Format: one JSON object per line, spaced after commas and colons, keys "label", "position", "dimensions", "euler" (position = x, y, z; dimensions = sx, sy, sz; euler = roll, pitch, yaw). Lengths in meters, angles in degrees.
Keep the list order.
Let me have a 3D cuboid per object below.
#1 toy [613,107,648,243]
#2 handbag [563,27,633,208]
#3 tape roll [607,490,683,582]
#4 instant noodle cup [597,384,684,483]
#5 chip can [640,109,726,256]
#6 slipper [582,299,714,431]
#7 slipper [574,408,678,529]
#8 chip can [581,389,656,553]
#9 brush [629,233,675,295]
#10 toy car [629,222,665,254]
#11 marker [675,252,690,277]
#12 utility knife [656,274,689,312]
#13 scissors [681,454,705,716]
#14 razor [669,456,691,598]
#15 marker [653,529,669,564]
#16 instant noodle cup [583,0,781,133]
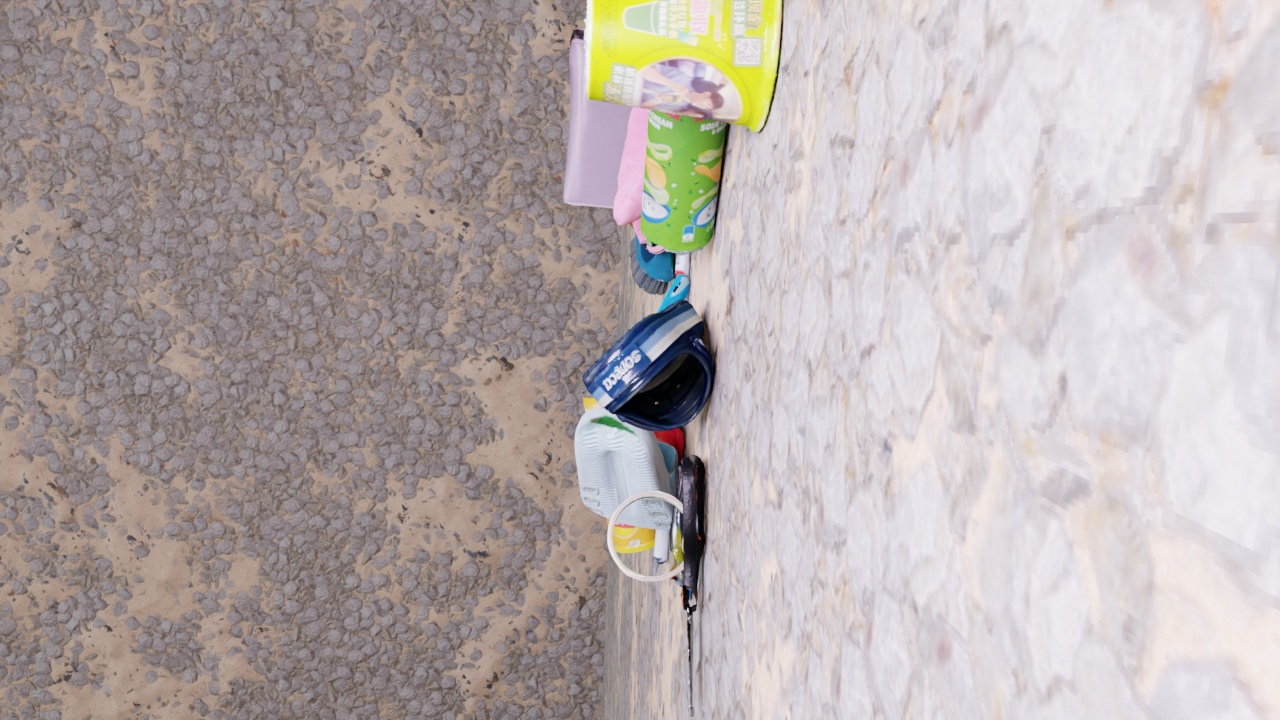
{"label": "toy", "position": [0.025, -0.204, 0.906], "dimensions": [0.178, 0.074, 0.195], "euler": [-43, -28, -63]}
{"label": "handbag", "position": [-0.013, -0.275, 1.055], "dimensions": [0.098, 0.145, 0.197], "euler": [-103, 16, -67]}
{"label": "tape roll", "position": [0.011, 0.169, 0.883], "dimensions": [0.014, 0.086, 0.085], "euler": [101, 171, -73]}
{"label": "instant noodle cup", "position": [-0.003, 0.077, 1.058], "dimensions": [0.124, 0.116, 0.117], "euler": [-73, -9, -49]}
{"label": "chip can", "position": [0.040, -0.205, 0.769], "dimensions": [0.072, 0.072, 0.236], "euler": [-92, 5, -48]}
{"label": "slipper", "position": [0.023, 0.010, 0.812], "dimensions": [0.095, 0.105, 0.252], "euler": [50, -171, 5]}
{"label": "slipper", "position": [-0.012, 0.107, 0.947], "dimensions": [0.246, 0.104, 0.074], "euler": [76, -157, -57]}
{"label": "chip can", "position": [-0.023, 0.136, 1.181], "dimensions": [0.072, 0.072, 0.213], "euler": [-110, 9, -80]}
{"label": "brush", "position": [0.021, -0.144, 1.182], "dimensions": [0.143, 0.055, 0.074], "euler": [-92, 27, -56]}
{"label": "toy car", "position": [0.022, -0.162, 1.121], "dimensions": [0.037, 0.056, 0.122], "euler": [49, -173, -26]}
{"label": "marker", "position": [0.049, -0.163, 1.014], "dimensions": [0.017, 0.017, 0.145], "euler": [-113, 25, -82]}
{"label": "utility knife", "position": [-0.006, 0.006, 0.990], "dimensions": [0.224, 0.018, 0.034], "euler": [-60, -14, -14]}
{"label": "scissors", "position": [0.049, 0.200, 0.840], "dimensions": [0.152, 0.022, 0.235], "euler": [-73, -17, -78]}
{"label": "razor", "position": [0.041, 0.169, 0.928], "dimensions": [0.043, 0.022, 0.142], "euler": [122, 150, -80]}
{"label": "marker", "position": [0.029, 0.190, 1.123], "dimensions": [0.022, 0.018, 0.131], "euler": [-123, 35, -67]}
{"label": "instant noodle cup", "position": [0.023, -0.214, 0.618], "dimensions": [0.112, 0.123, 0.111], "euler": [180, 93, -86]}
